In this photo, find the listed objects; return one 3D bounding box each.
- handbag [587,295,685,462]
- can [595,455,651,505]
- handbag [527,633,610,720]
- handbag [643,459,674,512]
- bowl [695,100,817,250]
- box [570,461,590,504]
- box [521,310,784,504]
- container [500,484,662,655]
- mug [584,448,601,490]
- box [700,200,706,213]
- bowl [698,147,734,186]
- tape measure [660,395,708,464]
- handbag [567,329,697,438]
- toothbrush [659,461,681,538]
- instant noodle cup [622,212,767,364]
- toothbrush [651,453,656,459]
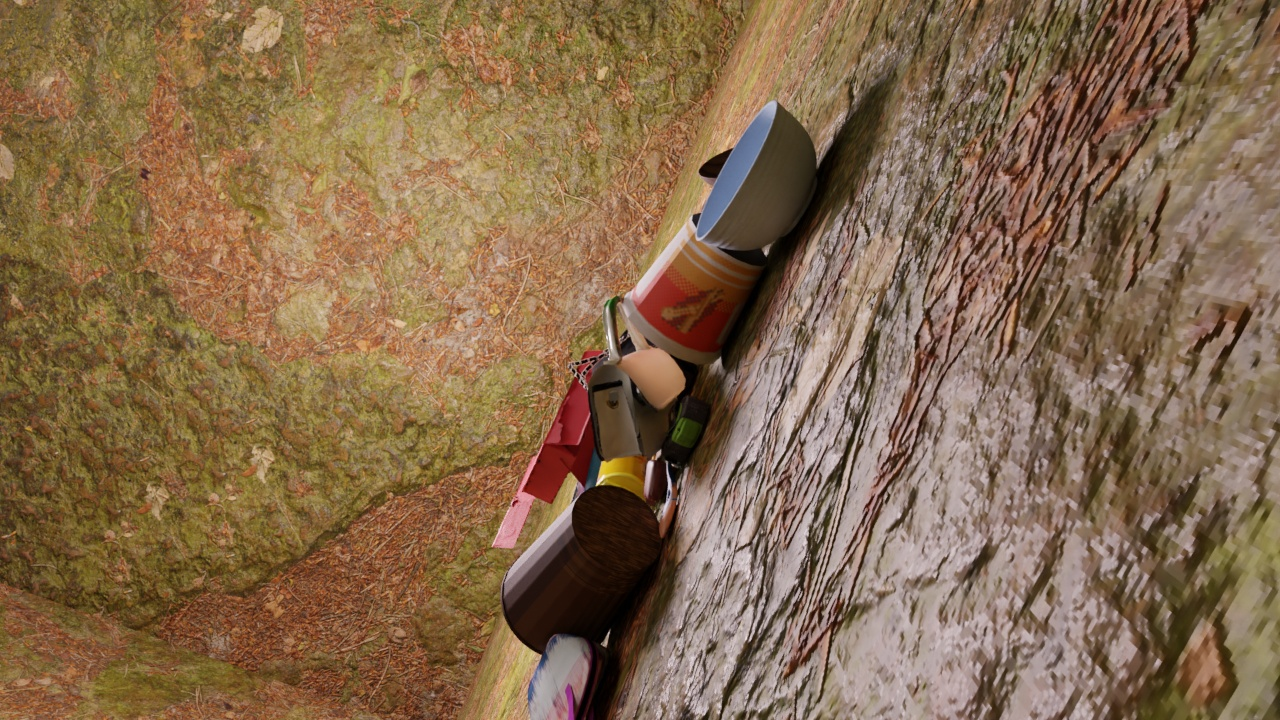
[{"bbox_3d":[-0.004,0.014,1.014,0.151,0.074,0.176,-23,-77,-71],"label":"handbag"},{"bbox_3d":[-0.019,0.145,1.142,0.104,0.067,0.068,-78,11,-64],"label":"can"},{"bbox_3d":[-0.070,0.357,0.887,0.169,0.068,0.145,-100,32,-68],"label":"handbag"},{"bbox_3d":[0.008,0.170,1.020,0.055,0.029,0.119,135,152,-82],"label":"handbag"},{"bbox_3d":[0.122,-0.166,0.890,0.151,0.074,0.150,-59,10,18],"label":"bowl"},{"bbox_3d":[-0.095,0.249,1.518,0.229,0.063,0.085,-75,9,-51],"label":"box"},{"bbox_3d":[-0.004,0.058,1.341,0.427,0.128,0.212,-24,28,33],"label":"box"},{"bbox_3d":[-0.057,0.219,0.969,0.168,0.132,0.131,-56,12,41],"label":"container"},{"bbox_3d":[-0.038,0.155,1.298,0.078,0.078,0.121,168,118,-84],"label":"mug"},{"bbox_3d":[0.091,-0.164,1.110,0.102,0.102,0.108,-80,15,-61],"label":"box"},{"bbox_3d":[0.129,-0.220,1.059,0.119,0.119,0.032,-77,-30,-60],"label":"bowl"},{"bbox_3d":[0.045,0.067,0.971,0.066,0.036,0.058,117,173,-49],"label":"tape measure"},{"bbox_3d":[-0.007,0.007,1.169,0.125,0.114,0.153,-47,20,6],"label":"handbag"},{"bbox_3d":[0.032,0.137,0.955,0.134,0.017,0.022,-80,9,-56],"label":"toothbrush"},{"bbox_3d":[0.064,-0.082,0.991,0.121,0.123,0.123,-57,10,27],"label":"instant noodle cup"},{"bbox_3d":[0.019,0.100,1.158,0.196,0.031,0.031,-84,1,-62],"label":"toothbrush"}]
